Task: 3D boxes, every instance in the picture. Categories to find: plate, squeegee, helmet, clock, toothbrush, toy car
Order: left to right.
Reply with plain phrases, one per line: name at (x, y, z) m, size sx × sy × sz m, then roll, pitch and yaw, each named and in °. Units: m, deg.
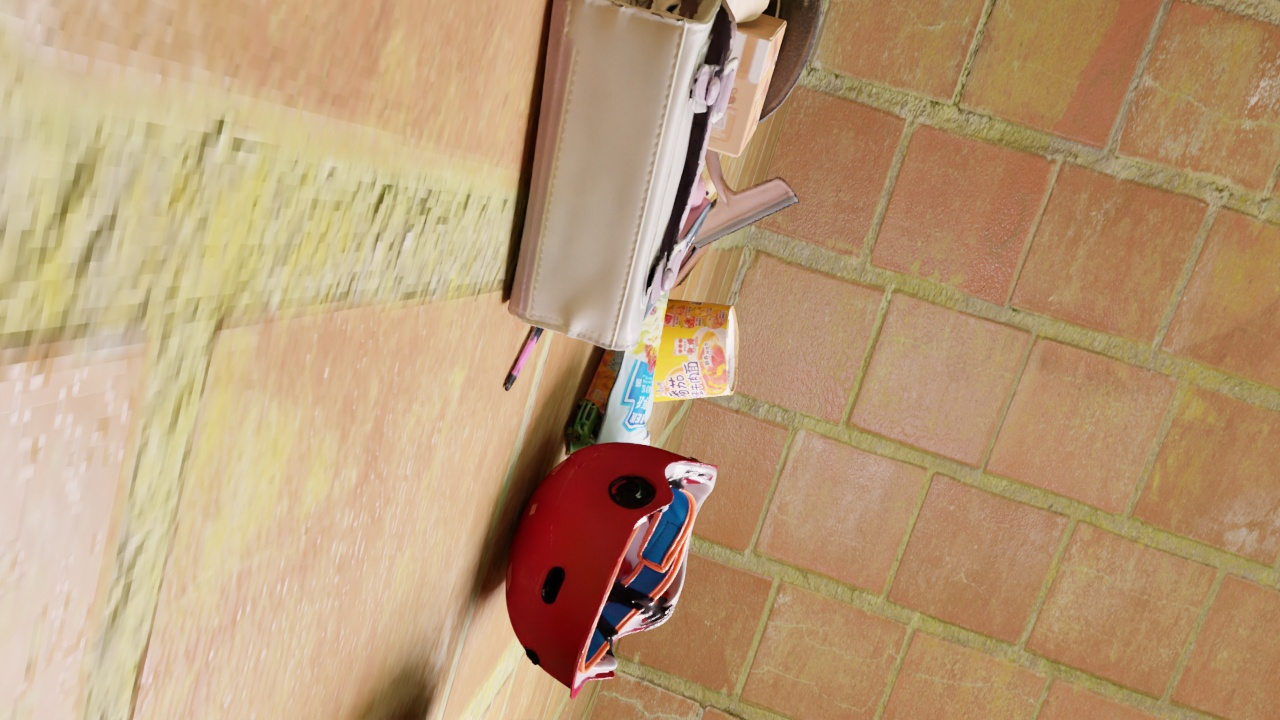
toothbrush at (-0.054, -0.052, 0.668) m, size 0.014 × 0.018 × 0.188 m, roll 101°, pitch 12°, yaw -59°
toy car at (-0.054, 0.074, 0.928) m, size 0.091 × 0.036 × 0.043 m, roll 88°, pitch 23°, yaw -61°
helmet at (-0.047, 0.171, 0.816) m, size 0.239 × 0.144 × 0.207 m, roll -34°, pitch 144°, yaw -55°
clock at (0.016, -0.113, 0.770) m, size 0.158 × 0.060 × 0.117 m, roll -59°, pitch 178°, yaw 8°
squeegee at (0.074, -0.247, 0.872) m, size 0.248 × 0.040 × 0.249 m, roll 170°, pitch -82°, yaw -74°
plate at (0.090, -0.291, 0.795) m, size 0.180 × 0.024 × 0.179 m, roll -15°, pitch -108°, yaw 55°

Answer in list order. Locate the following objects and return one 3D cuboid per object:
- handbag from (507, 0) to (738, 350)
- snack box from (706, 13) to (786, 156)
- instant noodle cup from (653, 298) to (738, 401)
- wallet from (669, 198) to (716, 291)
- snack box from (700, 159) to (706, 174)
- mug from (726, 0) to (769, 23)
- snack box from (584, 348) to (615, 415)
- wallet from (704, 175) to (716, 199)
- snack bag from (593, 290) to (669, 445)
handbag at (-0.007, -0.125, 0.558) m, size 0.144 × 0.098 × 0.197 m, roll -71°, pitch 176°, yaw -58°
snack box at (0.054, -0.229, 0.729) m, size 0.076 × 0.093 × 0.095 m, roll -59°, pitch 166°, yaw -55°
instant noodle cup at (0.059, -0.013, 1.111) m, size 0.138 × 0.110 × 0.138 m, roll 1°, pitch 89°, yaw -76°
wallet at (0.058, -0.129, 1.072) m, size 0.125 × 0.032 × 0.101 m, roll -53°, pitch 179°, yaw 21°
snack box at (0.045, -0.200, 0.995) m, size 0.085 × 0.027 × 0.156 m, roll 90°, pitch 22°, yaw -67°
mug at (0.061, -0.323, 0.663) m, size 0.104 × 0.084 × 0.124 m, roll 101°, pitch -17°, yaw -53°
snack box at (-0.023, 0.000, 0.996) m, size 0.077 × 0.027 × 0.155 m, roll 92°, pitch 18°, yaw -65°
wallet at (0.055, -0.170, 1.080) m, size 0.115 × 0.024 × 0.087 m, roll -55°, pitch 179°, yaw 13°
snack bag at (-0.006, 0.005, 0.934) m, size 0.110 × 0.039 × 0.191 m, roll 9°, pitch 89°, yaw -74°
